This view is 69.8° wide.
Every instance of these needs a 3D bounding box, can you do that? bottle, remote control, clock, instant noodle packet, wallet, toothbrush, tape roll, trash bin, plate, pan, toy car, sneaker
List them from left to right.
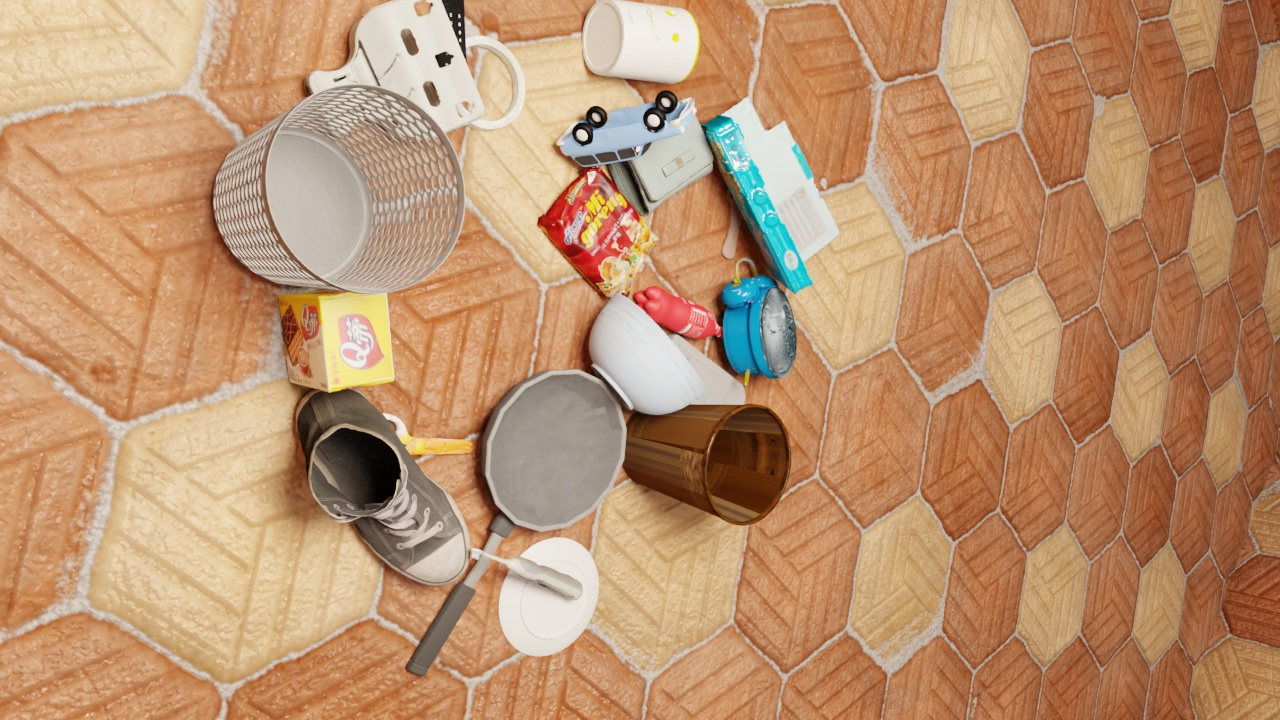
[{"bbox_3d":[-0.259,-0.134,0.764,0.156,0.184,0.156,-3,95,-38],"label":"trash bin"},{"bbox_3d":[-0.227,0.133,0.841,0.095,0.120,0.235,-29,114,-12],"label":"sneaker"},{"bbox_3d":[-0.188,-0.340,0.904,0.030,0.009,0.140,-2,88,-28],"label":"remote control"},{"bbox_3d":[-0.161,-0.283,0.940,0.092,0.013,0.093,-4,96,-38],"label":"tape roll"},{"bbox_3d":[-0.143,0.168,0.976,0.178,0.041,0.356,40,75,-36],"label":"pan"},{"bbox_3d":[-0.118,0.221,0.965,0.185,0.022,0.024,40,66,-50],"label":"toothbrush"},{"bbox_3d":[-0.098,0.269,1.037,0.134,0.011,0.134,-4,96,-39],"label":"plate"},{"bbox_3d":[-0.043,-0.143,1.032,0.135,0.040,0.098,47,70,-30],"label":"instant noodle packet"},{"bbox_3d":[-0.013,-0.243,0.974,0.055,0.154,0.056,68,31,-32],"label":"toy car"},{"bbox_3d":[0.025,-0.238,1.073,0.131,0.054,0.100,-42,119,-34],"label":"wallet"},{"bbox_3d":[0.052,-0.053,1.112,0.141,0.042,0.042,20,81,-38],"label":"bottle"},{"bbox_3d":[0.072,0.034,1.150,0.151,0.019,0.074,36,72,-34],"label":"remote control"},{"bbox_3d":[0.149,-0.051,1.162,0.116,0.060,0.161,-11,93,-58],"label":"clock"}]

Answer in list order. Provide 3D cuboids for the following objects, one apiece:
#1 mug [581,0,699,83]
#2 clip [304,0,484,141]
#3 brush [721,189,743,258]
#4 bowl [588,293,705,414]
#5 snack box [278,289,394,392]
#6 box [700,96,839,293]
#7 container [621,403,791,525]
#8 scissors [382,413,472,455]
[{"bbox_3d":[0.000,-0.354,1.020,0.106,0.083,0.082,-7,98,-37],"label":"mug"},{"bbox_3d":[-0.238,-0.262,0.864,0.152,0.104,0.126,-23,109,-2],"label":"clip"},{"bbox_3d":[0.130,-0.196,1.179,0.049,0.015,0.135,19,82,-37],"label":"brush"},{"bbox_3d":[-0.006,0.006,1.015,0.074,0.150,0.150,-41,119,-7],"label":"bowl"},{"bbox_3d":[-0.270,-0.021,0.815,0.061,0.106,0.083,-10,100,-38],"label":"snack box"},{"bbox_3d":[0.157,-0.210,1.152,0.227,0.084,0.171,60,36,-18],"label":"box"},{"bbox_3d":[0.066,0.108,1.055,0.132,0.168,0.132,-4,96,-39],"label":"container"},{"bbox_3d":[-0.224,0.083,0.922,0.128,0.013,0.065,1,94,-38],"label":"scissors"}]
